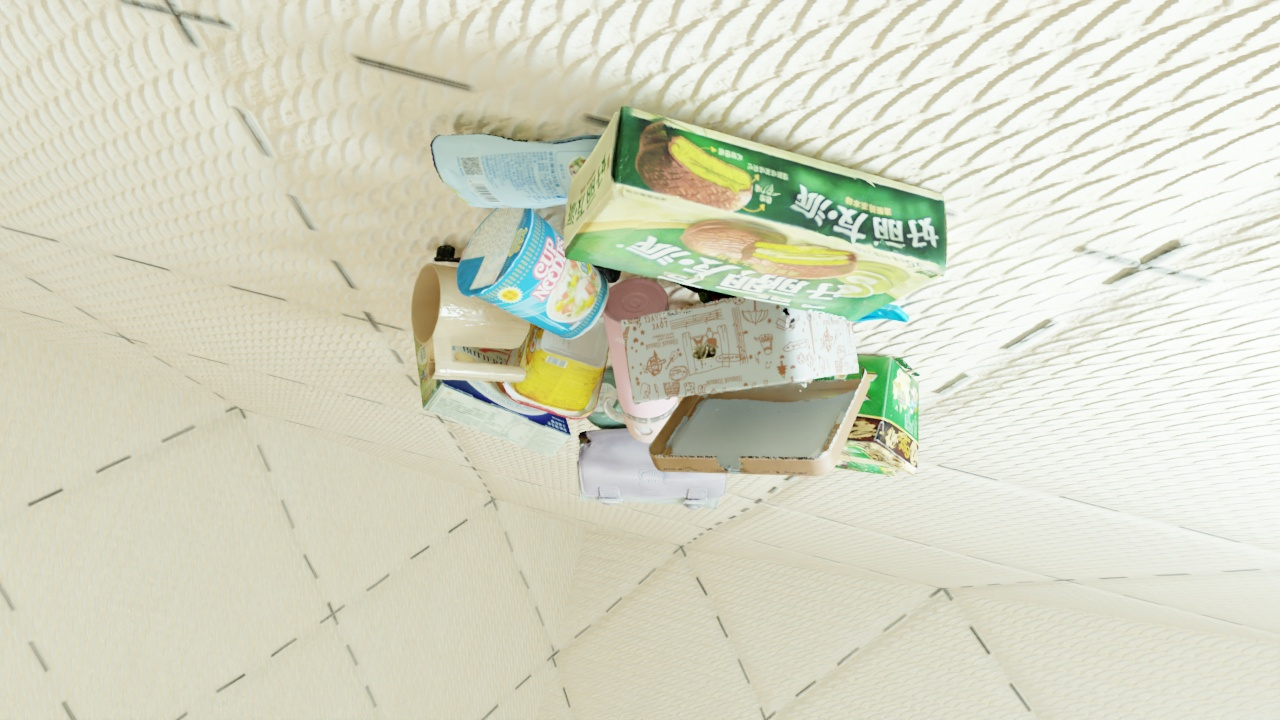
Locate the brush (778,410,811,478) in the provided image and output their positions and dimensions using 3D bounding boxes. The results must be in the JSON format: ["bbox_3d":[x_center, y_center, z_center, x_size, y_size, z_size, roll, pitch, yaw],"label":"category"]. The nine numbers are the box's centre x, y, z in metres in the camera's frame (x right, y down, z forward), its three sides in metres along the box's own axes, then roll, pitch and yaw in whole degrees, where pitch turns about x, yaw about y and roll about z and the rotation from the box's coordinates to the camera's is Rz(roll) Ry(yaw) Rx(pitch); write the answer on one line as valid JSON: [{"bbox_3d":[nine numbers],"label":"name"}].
[{"bbox_3d":[0.175,0.076,1.101,0.063,0.072,0.146,-17,130,23],"label":"brush"}]

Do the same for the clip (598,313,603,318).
[{"bbox_3d":[-0.039,-0.056,0.970,0.103,0.034,0.076,15,164,-35],"label":"clip"}]

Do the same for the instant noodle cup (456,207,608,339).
[{"bbox_3d":[-0.089,-0.074,0.811,0.110,0.099,0.099,33,157,-37],"label":"instant noodle cup"}]

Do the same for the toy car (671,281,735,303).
[{"bbox_3d":[0.044,-0.084,0.776,0.155,0.041,0.071,18,165,-30],"label":"toy car"}]

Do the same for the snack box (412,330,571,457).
[{"bbox_3d":[-0.184,0.019,1.120,0.177,0.182,0.046,25,117,-34],"label":"snack box"}]

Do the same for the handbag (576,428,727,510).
[{"bbox_3d":[0.015,0.146,1.240,0.197,0.098,0.145,2,154,1],"label":"handbag"}]

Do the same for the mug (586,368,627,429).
[{"bbox_3d":[-0.042,0.057,1.275,0.112,0.082,0.106,25,172,30],"label":"mug"}]

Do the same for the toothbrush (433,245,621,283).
[{"bbox_3d":[-0.118,-0.097,0.906,0.213,0.027,0.026,7,178,26],"label":"toothbrush"}]

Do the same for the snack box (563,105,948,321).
[{"bbox_3d":[0.077,-0.092,0.626,0.240,0.063,0.115,11,162,-18],"label":"snack box"}]

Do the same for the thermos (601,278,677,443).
[{"bbox_3d":[-0.006,0.006,0.957,0.087,0.067,0.199,10,142,14],"label":"thermos"}]

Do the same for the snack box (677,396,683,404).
[{"bbox_3d":[0.046,0.027,1.089,0.094,0.077,0.093,8,162,20],"label":"snack box"}]

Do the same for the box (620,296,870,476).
[{"bbox_3d":[0.095,0.027,0.813,0.182,0.158,0.148,-9,176,36],"label":"box"}]

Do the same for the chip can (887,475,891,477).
[{"bbox_3d":[0.223,0.099,1.195,0.215,0.071,0.071,8,163,24],"label":"chip can"}]

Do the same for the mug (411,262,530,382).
[{"bbox_3d":[-0.173,-0.036,0.953,0.103,0.124,0.084,4,154,-33],"label":"mug"}]

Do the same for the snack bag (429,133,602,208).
[{"bbox_3d":[-0.054,-0.138,0.689,0.191,0.038,0.110,5,156,20],"label":"snack bag"}]

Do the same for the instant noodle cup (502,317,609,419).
[{"bbox_3d":[-0.086,-0.009,1.044,0.116,0.116,0.124,18,152,-11],"label":"instant noodle cup"}]

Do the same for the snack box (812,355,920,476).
[{"bbox_3d":[0.233,0.055,0.974,0.118,0.105,0.118,3,160,40],"label":"snack box"}]

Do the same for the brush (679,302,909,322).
[{"bbox_3d":[0.137,-0.035,0.886,0.255,0.045,0.083,-6,151,42],"label":"brush"}]

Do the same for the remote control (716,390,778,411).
[{"bbox_3d":[0.119,0.039,1.021,0.135,0.019,0.056,-42,143,22],"label":"remote control"}]
